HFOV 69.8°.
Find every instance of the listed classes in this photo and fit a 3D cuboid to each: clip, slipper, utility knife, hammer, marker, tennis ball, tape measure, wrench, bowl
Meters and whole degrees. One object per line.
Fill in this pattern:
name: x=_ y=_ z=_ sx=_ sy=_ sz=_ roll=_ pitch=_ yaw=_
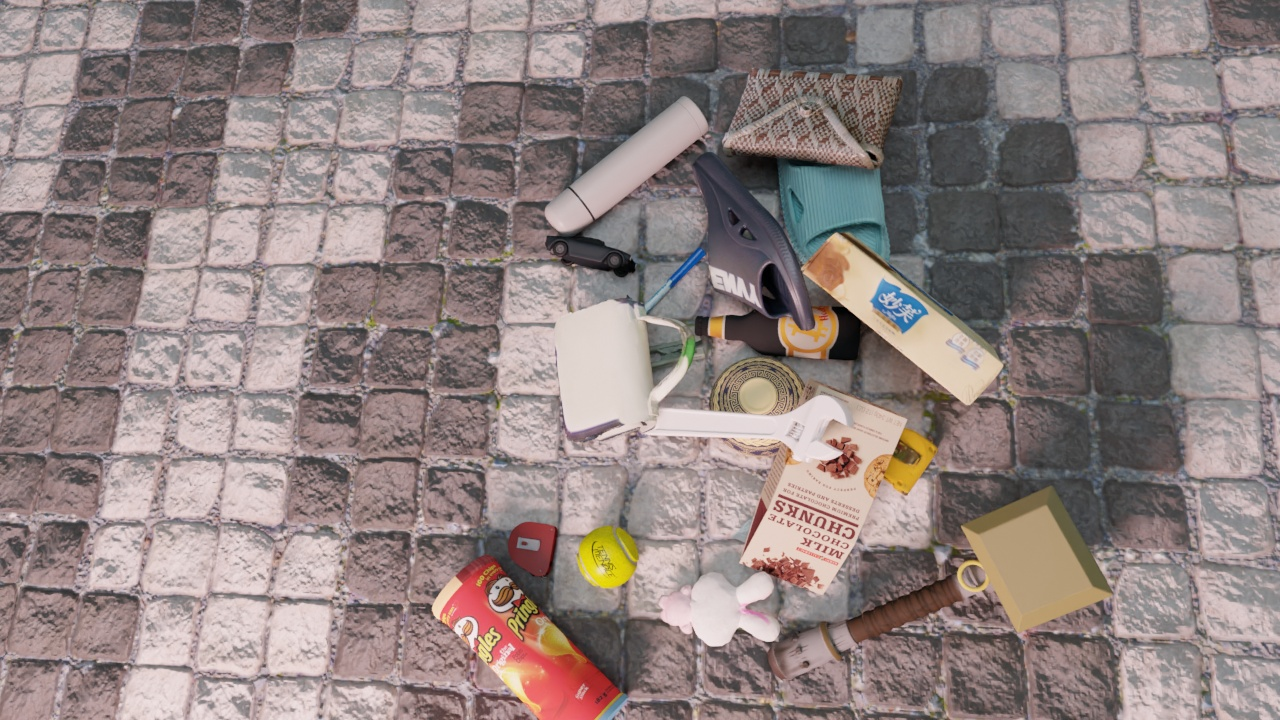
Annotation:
clip: x=0.037 y=-0.008 z=1.062 sx=0.076 sy=0.023 sz=0.043 roll=-13 pitch=72 yaw=3
slipper: x=0.103 y=-0.130 z=1.012 sx=0.083 sy=0.111 sz=0.268 roll=-27 pitch=51 yaw=-2
slipper: x=0.216 y=-0.220 z=1.069 sx=0.116 sy=0.069 sz=0.276 roll=-13 pitch=73 yaw=9
utility knife: x=0.181 y=0.129 z=1.004 sx=0.206 sy=0.015 sz=0.031 roll=-39 pitch=72 yaw=-6
hammer: x=0.273 y=0.238 z=0.900 sx=0.325 sy=0.190 sz=0.100 roll=-30 pitch=71 yaw=18
marker: x=0.025 y=-0.081 z=1.090 sx=0.013 sy=0.013 sz=0.141 roll=42 pitch=85 yaw=17
tennis ball: x=-0.035 y=0.212 z=0.990 sx=0.065 sy=0.065 sz=0.065 roll=-2 pitch=74 yaw=8
tape measure: x=0.281 y=0.102 z=0.989 sx=0.059 sy=0.030 sz=0.068 roll=36 pitch=82 yaw=14
wrench: x=0.099 y=0.067 z=0.959 sx=0.274 sy=0.018 sz=0.066 roll=0 pitch=78 yaw=44
bowl: x=0.130 y=0.046 z=1.011 sx=0.112 sy=0.061 sz=0.112 roll=-2 pitch=74 yaw=8
tape measure: x=-0.123 y=0.211 z=1.028 sx=0.051 sy=0.019 sz=0.059 roll=6 pitch=76 yaw=10

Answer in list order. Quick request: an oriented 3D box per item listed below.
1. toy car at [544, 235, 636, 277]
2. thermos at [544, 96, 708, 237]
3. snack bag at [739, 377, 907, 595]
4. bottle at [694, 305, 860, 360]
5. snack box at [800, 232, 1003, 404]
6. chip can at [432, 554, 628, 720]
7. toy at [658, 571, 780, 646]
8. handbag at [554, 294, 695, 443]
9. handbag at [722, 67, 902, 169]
toy car: x=-0.059 y=-0.128 z=1.098 sx=0.112 sy=0.046 sz=0.034 roll=14 pitch=82 yaw=14
thermos: x=-0.019 y=-0.232 z=1.116 sx=0.224 sy=0.052 sz=0.052 roll=-39 pitch=73 yaw=-3
snack bag: x=0.185 y=0.134 z=0.955 sx=0.094 sy=0.070 sz=0.206 roll=21 pitch=95 yaw=0
bottle: x=0.152 y=-0.034 z=1.031 sx=0.182 sy=0.059 sz=0.059 roll=3 pitch=75 yaw=10
snack box: x=0.272 y=-0.051 z=0.950 sx=0.207 sy=0.153 sz=0.055 roll=41 pitch=108 yaw=8
chip can: x=-0.117 y=0.308 z=0.967 sx=0.213 sy=0.087 sz=0.087 roll=41 pitch=84 yaw=16
toy: x=0.082 y=0.263 z=0.972 sx=0.125 sy=0.037 sz=0.076 roll=-8 pitch=82 yaw=14
handbag: x=-0.006 y=0.006 z=1.015 sx=0.176 sy=0.074 sz=0.151 roll=-20 pitch=70 yaw=35
handbag: x=0.195 y=-0.279 z=1.045 sx=0.186 sy=0.047 sz=0.124 roll=11 pitch=63 yaw=23
